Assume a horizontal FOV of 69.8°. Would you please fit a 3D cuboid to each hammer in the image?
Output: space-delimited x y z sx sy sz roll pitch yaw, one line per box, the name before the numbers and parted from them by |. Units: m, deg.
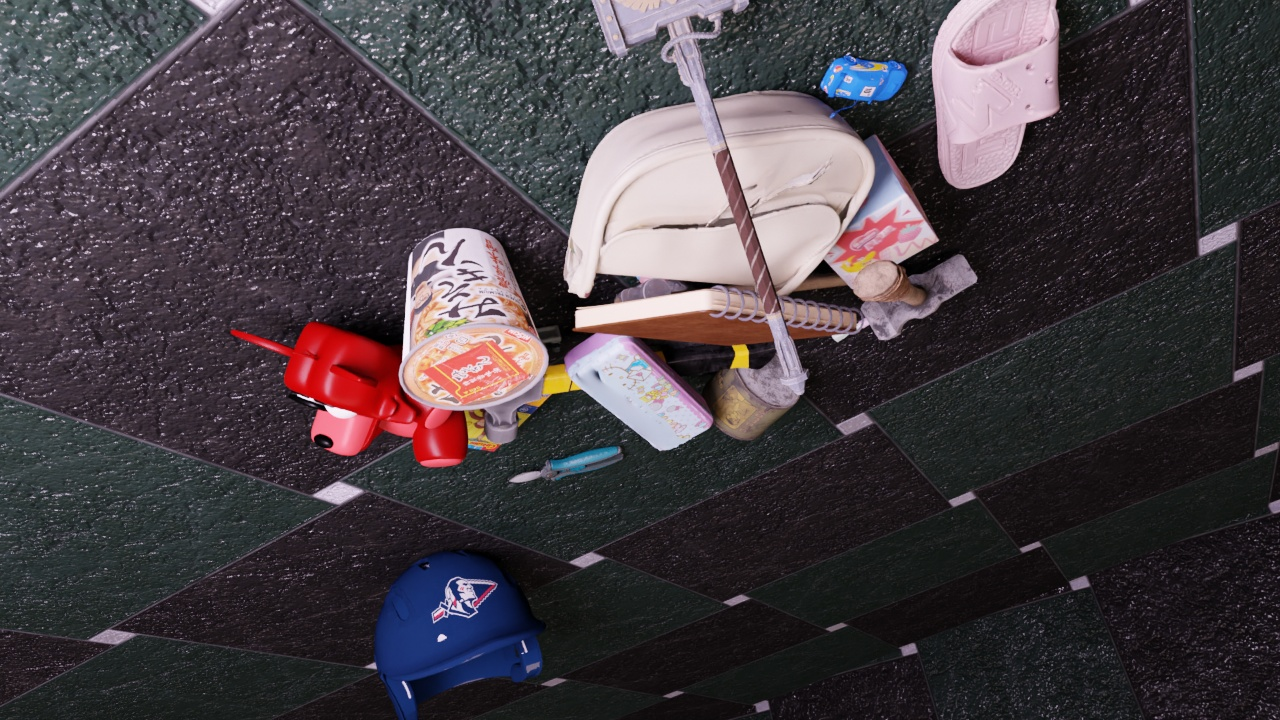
hammer | 0.064 -0.123 0.640 0.098 0.044 0.322 -19 104 6
hammer | 0.128 -0.077 0.929 0.330 0.030 0.119 -10 179 -22
hammer | 0.252 -0.069 0.883 0.122 0.049 0.318 -33 168 20
hammer | -0.006 0.006 0.953 0.324 0.034 0.170 -7 142 -19

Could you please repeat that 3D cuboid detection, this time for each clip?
clip | -0.119 -0.018 0.941 0.076 0.023 0.044 -8 146 -16

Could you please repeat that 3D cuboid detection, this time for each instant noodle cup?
instant noodle cup | -0.151 -0.041 0.796 0.123 0.121 0.124 -11 148 -7

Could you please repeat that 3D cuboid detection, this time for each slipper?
slipper | 0.300 -0.217 0.774 0.094 0.064 0.239 -18 149 4

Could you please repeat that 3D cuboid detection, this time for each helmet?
helmet | -0.258 0.382 1.301 0.231 0.223 0.273 -13 -179 -32

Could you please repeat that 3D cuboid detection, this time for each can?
can | 0.128 0.037 1.066 0.089 0.089 0.075 6 143 -30

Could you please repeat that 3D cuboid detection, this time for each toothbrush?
toothbrush | 0.289 -0.064 1.050 0.155 0.015 0.022 -32 147 23

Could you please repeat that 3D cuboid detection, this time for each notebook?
notebook | 0.076 -0.036 0.821 0.168 0.024 0.225 -6 173 44

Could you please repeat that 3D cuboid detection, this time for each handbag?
handbag | 0.067 -0.113 0.734 0.229 0.131 0.184 3 125 -17

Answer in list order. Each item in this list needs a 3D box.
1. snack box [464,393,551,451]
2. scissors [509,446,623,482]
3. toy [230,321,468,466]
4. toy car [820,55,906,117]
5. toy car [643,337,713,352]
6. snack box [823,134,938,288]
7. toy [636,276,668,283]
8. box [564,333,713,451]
snack box | -0.170 0.045 0.998 0.088 0.040 0.126 13 138 -37
scissors | -0.094 0.141 1.199 0.137 0.019 0.138 -37 143 29
toy | -0.255 0.029 0.846 0.158 0.120 0.197 20 173 26
toy car | 0.180 -0.210 0.732 0.092 0.061 0.033 -1 145 -22
toy car | 0.051 -0.030 0.983 0.105 0.033 0.048 5 140 -32
snack box | 0.205 -0.134 0.845 0.093 0.079 0.094 -30 145 22
toy | 0.026 -0.102 0.849 0.105 0.053 0.108 -24 151 34
box | 0.004 0.033 0.940 0.076 0.033 0.214 -32 143 12
